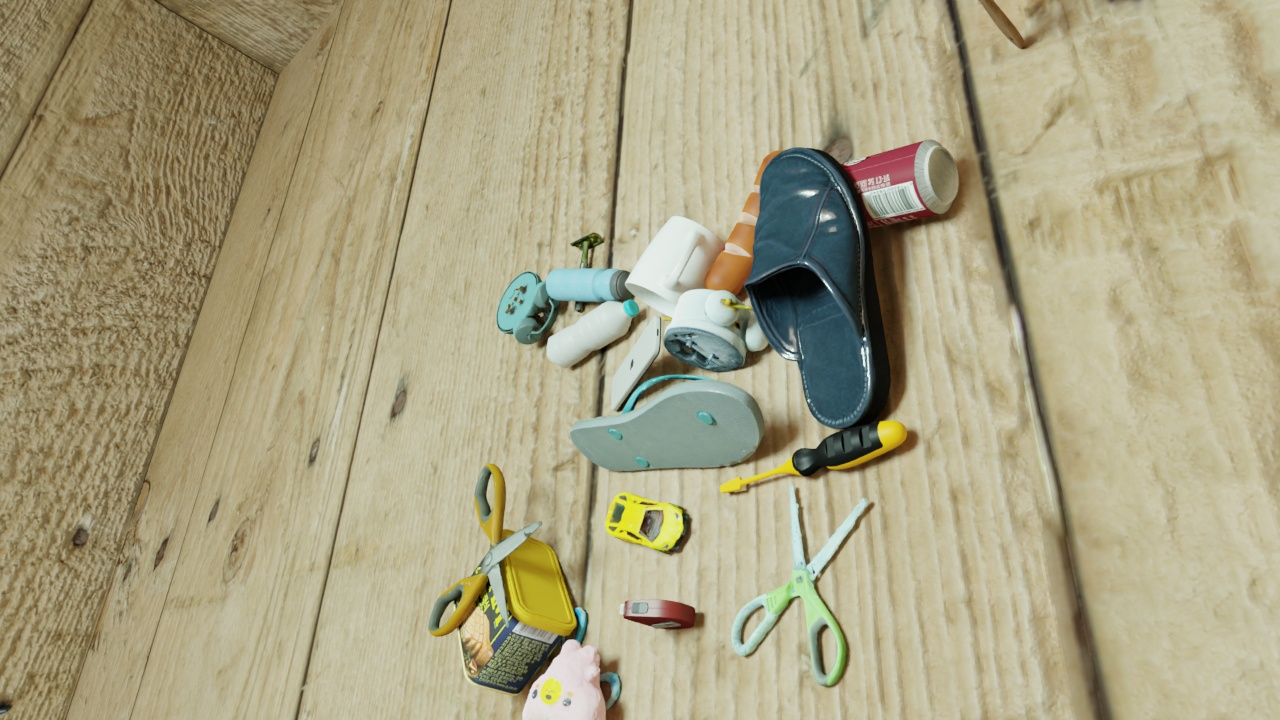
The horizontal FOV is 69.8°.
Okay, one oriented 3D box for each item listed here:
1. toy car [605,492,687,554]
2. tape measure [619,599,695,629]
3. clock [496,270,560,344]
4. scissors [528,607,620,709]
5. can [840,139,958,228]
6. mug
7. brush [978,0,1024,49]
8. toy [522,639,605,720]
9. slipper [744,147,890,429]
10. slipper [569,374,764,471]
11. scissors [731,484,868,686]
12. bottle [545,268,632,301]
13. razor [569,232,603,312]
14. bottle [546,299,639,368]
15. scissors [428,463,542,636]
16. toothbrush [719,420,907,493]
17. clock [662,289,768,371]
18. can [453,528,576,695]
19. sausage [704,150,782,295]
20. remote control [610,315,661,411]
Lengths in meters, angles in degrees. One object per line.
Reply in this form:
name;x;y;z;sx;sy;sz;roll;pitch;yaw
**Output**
toy car;0.005;0.158;0.901;0.107;0.030;0.049;2;69;50
tape measure;0.019;0.226;0.814;0.052;0.059;0.019;-21;52;42
clock;-0.142;-0.067;1.202;0.124;0.053;0.090;33;95;54
scissors;-0.067;0.309;0.910;0.134;0.011;0.140;-31;47;38
can;0.216;-0.151;0.810;0.114;0.063;0.063;-6;63;49
mug;0.041;-0.100;0.962;0.087;0.081;0.114;-60;2;-7
brush;0.283;-0.294;0.752;0.008;0.143;0.045;-52;46;16
toy;-0.065;0.310;0.854;0.103;0.050;0.093;-1;68;45
slipper;0.136;-0.071;0.786;0.109;0.083;0.265;-34;58;51
slipper;0.031;0.063;0.895;0.270;0.098;0.054;-22;27;51
scissors;0.127;0.181;0.749;0.166;0.024;0.171;-38;40;38
bottle;-0.058;-0.091;1.112;0.130;0.040;0.040;5;71;40
razor;-0.074;-0.111;1.175;0.043;0.026;0.105;-16;60;42
bottle;-0.055;-0.034;1.082;0.137;0.044;0.044;-29;47;37
scissors;-0.163;0.199;0.959;0.226;0.016;0.229;-44;36;34
toothbrush;0.140;0.087;0.781;0.197;0.030;0.031;-26;54;42
clock;0.076;-0.030;0.889;0.118;0.083;0.057;-11;53;48
can;-0.136;0.263;0.960;0.104;0.075;0.135;-54;30;15
sausage;0.115;-0.137;0.939;0.039;0.044;0.164;24;87;43
remote control;-0.006;0.006;0.976;0.147;0.008;0.045;125;152;-56
